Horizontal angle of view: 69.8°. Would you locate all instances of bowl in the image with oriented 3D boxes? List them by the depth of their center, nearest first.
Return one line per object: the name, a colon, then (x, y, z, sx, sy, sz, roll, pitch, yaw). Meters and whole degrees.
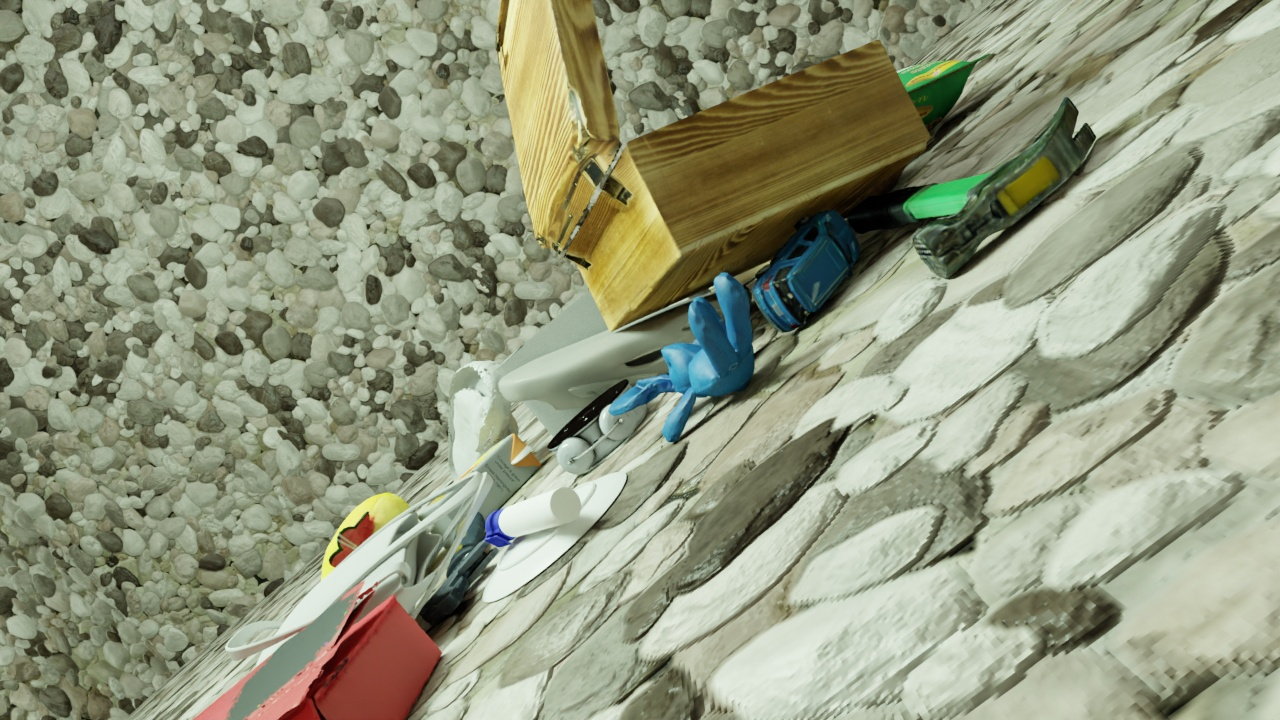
bowl: (0.229, -0.171, 0.925, 0.114, 0.026, 0.102, -38, 6, 10)

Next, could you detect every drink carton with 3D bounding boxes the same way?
drink carton: (-0.173, 0.141, 0.994, 0.124, 0.048, 0.076, -45, 8, -39)

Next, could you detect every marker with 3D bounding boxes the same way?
marker: (-0.079, 0.111, 0.646, 0.133, 0.023, 0.027, -30, 33, 59)

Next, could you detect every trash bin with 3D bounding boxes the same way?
trash bin: (-0.029, -0.026, 1.017, 0.229, 0.114, 0.114, -39, 6, 7)

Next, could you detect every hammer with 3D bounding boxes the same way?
hammer: (0.203, -0.112, 0.646, 0.130, 0.032, 0.318, -40, 6, 2)

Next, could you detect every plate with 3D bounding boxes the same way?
plate: (-0.065, 0.122, 0.662, 0.134, 0.011, 0.134, -39, 6, 5)

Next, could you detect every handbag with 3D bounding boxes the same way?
handbag: (-0.203, 0.164, 0.722, 0.222, 0.095, 0.216, -47, 9, -6)

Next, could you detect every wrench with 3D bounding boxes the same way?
wrench: (-0.152, 0.169, 0.795, 0.073, 0.022, 0.273, -46, 8, -4)

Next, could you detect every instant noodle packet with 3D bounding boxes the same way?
instant noodle packet: (0.264, -0.273, 1.075, 0.195, 0.090, 0.253, -26, 1, -8)

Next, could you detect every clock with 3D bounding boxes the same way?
clock: (-0.037, 0.062, 0.817, 0.094, 0.035, 0.122, -39, 7, 5)

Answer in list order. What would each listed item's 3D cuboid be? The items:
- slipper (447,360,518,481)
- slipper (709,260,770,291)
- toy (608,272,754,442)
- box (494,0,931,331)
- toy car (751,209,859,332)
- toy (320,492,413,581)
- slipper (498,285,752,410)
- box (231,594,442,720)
slipper: (-0.187, 0.083, 1.108, 0.074, 0.112, 0.247, -33, -21, -31)
slipper: (0.164, -0.154, 1.077, 0.264, 0.052, 0.114, -34, 7, 39)
toy: (0.046, -0.003, 0.646, 0.112, 0.071, 0.177, -40, -5, -22)
box: (-0.001, -0.224, 0.797, 0.285, 0.334, 0.280, -27, -2, -16)
toy car: (0.130, -0.069, 0.687, 0.044, 0.056, 0.119, -23, 19, 49)
toy: (-0.280, 0.211, 0.972, 0.133, 0.092, 0.208, -64, 5, -19)
slipper: (-0.006, 0.005, 0.913, 0.266, 0.080, 0.113, -23, 12, -1)
box: (-0.204, 0.274, 0.547, 0.214, 0.153, 0.164, -40, 8, 11)
